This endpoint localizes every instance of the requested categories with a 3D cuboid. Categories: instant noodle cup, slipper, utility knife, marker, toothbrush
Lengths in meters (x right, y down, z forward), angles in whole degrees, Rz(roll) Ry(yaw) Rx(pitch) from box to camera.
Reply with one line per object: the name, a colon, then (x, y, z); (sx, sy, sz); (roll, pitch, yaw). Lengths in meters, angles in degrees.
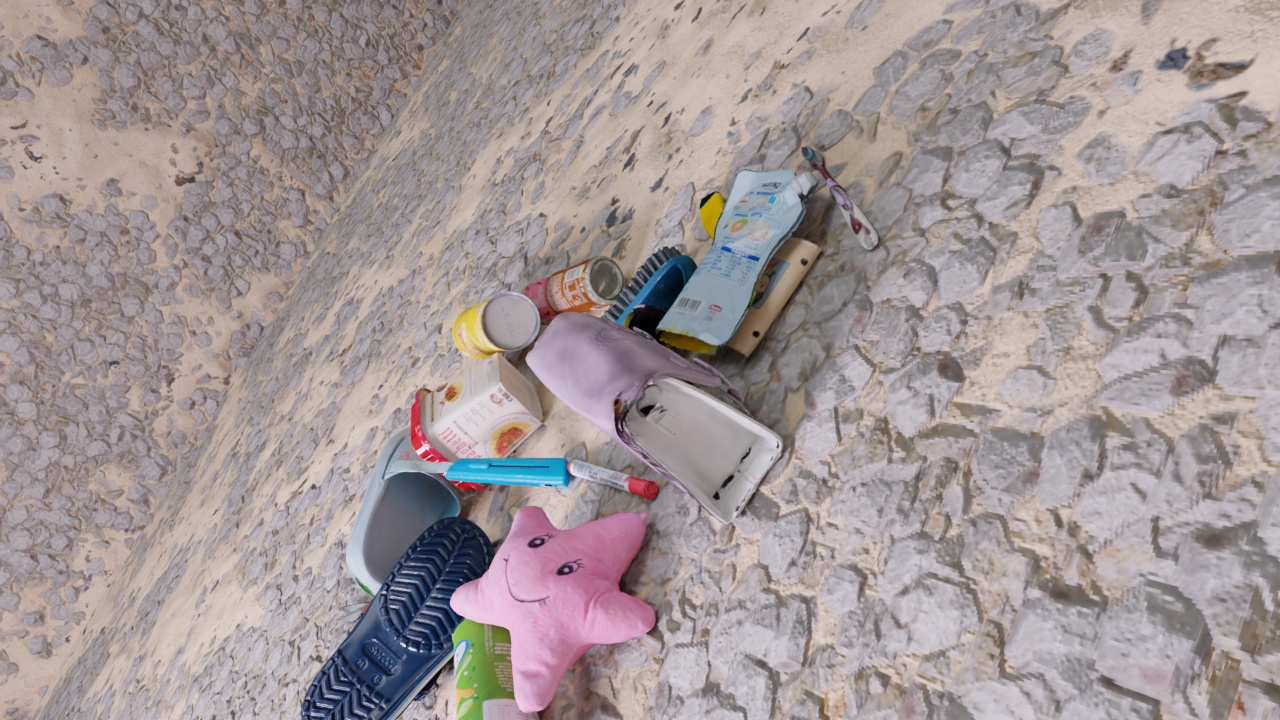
instant noodle cup: (-0.184, 0.066, 1.052); (0.124, 0.116, 0.116); (-36, 33, 10)
slipper: (-0.253, 0.157, 1.033); (0.074, 0.104, 0.244); (-25, 29, 25)
utility knife: (-0.174, 0.116, 0.968); (0.225, 0.018, 0.034); (-1, 45, 23)
marker: (-0.029, 0.110, 0.861); (0.145, 0.017, 0.017); (5, 65, 58)
toothbrush: (0.174, -0.149, 0.813); (0.016, 0.017, 0.187); (-44, 31, 22)
utility knife: (0.083, -0.127, 0.930); (0.033, 0.015, 0.156); (-48, 31, 27)
slipper: (-0.229, 0.280, 0.921); (0.252, 0.105, 0.095); (-53, -16, -24)

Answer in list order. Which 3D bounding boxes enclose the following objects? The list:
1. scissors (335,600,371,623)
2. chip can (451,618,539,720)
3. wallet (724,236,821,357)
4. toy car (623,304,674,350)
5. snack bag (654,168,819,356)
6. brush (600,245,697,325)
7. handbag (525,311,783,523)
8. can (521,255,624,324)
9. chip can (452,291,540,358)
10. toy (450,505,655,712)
scissors: (-0.305, 0.288, 1.098); (0.152, 0.021, 0.235); (-55, 25, -12)
chip can: (-0.112, 0.306, 0.735); (0.072, 0.072, 0.235); (-47, 30, 17)
wallet: (0.104, -0.063, 0.830); (0.115, 0.024, 0.087); (-57, 34, 0)
toy car: (-0.005, 0.005, 0.888); (0.122, 0.056, 0.037); (-63, -12, 5)
snack bag: (0.086, -0.095, 0.826); (0.190, 0.039, 0.110); (-60, 26, -12)
brush: (0.008, -0.044, 0.924); (0.144, 0.055, 0.073); (-50, 51, 10)
handbag: (0.006, 0.032, 0.756); (0.098, 0.145, 0.197); (-59, 30, 1)
can: (-0.082, -0.081, 1.087); (0.148, 0.058, 0.057); (-12, 51, 51)
chip can: (-0.182, -0.042, 1.136); (0.072, 0.072, 0.214); (-63, 17, -12)
toy: (-0.068, 0.183, 0.778); (0.178, 0.075, 0.194); (-37, 40, -12)
